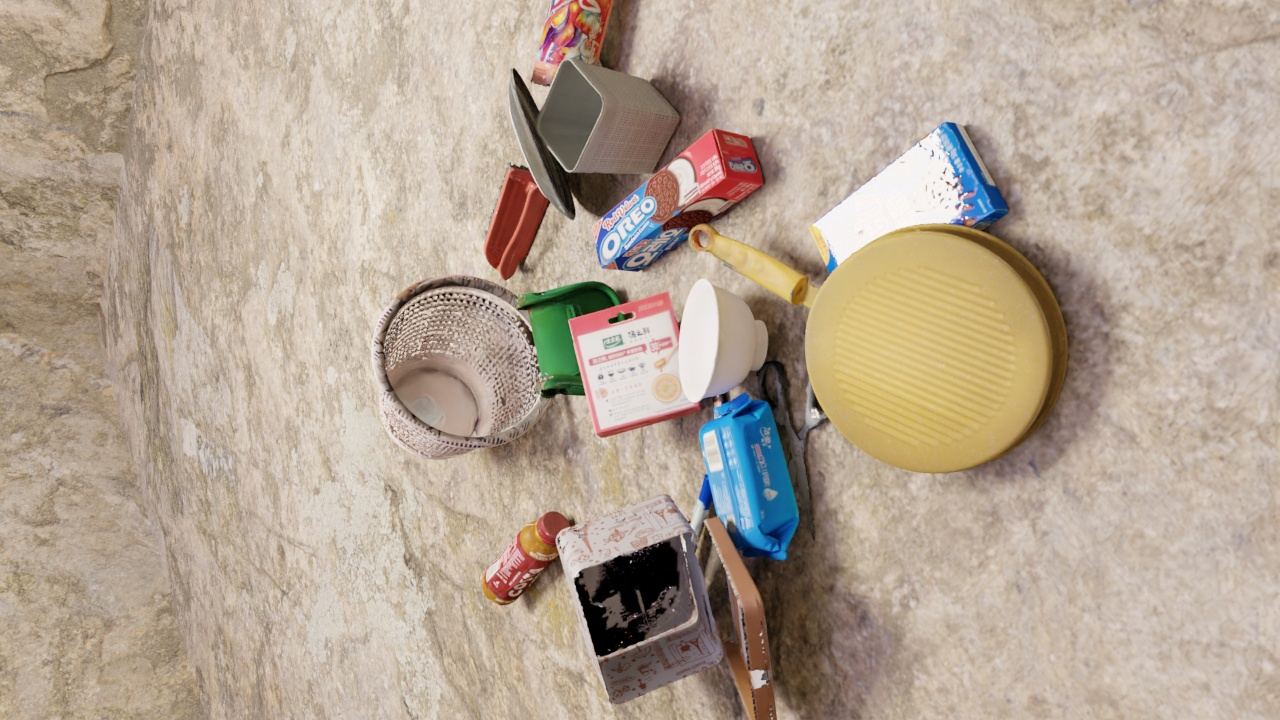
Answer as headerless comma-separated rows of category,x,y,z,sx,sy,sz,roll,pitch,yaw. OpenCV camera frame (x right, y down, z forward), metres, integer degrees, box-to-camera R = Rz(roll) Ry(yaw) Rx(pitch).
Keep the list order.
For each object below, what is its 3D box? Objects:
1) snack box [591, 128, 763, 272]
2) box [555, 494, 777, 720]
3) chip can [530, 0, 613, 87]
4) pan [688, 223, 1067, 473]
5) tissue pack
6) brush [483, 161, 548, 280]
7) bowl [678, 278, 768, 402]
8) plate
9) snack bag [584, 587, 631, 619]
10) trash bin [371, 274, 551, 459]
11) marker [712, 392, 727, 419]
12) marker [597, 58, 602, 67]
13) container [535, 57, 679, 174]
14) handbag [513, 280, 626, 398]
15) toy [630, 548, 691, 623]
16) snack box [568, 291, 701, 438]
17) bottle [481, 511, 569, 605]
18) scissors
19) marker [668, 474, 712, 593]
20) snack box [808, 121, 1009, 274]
snack box,0.032,-0.158,0.947,0.208,0.058,0.057,-30,68,46
box,0.031,0.258,0.872,0.192,0.157,0.183,-128,23,-62
chip can,-0.062,-0.401,1.005,0.071,0.071,0.215,31,111,43
pan,0.171,-0.043,0.769,0.358,0.078,0.198,27,115,27
tissue pack,0.105,0.113,0.879,0.095,0.052,0.157,146,114,-67
brush,-0.157,-0.172,1.155,0.146,0.063,0.069,-63,37,33
bowl,0.084,-0.017,0.883,0.118,0.064,0.118,-177,91,-77
plate,-0.117,-0.240,1.040,0.024,0.179,0.179,-22,73,5
snack bag,-0.034,0.288,1.086,0.104,0.026,0.048,40,110,39
trash bin,-0.245,0.032,1.182,0.193,0.227,0.227,-43,61,56
marker,0.084,0.076,0.943,0.018,0.015,0.124,-6,86,47
marker,-0.060,-0.358,1.063,0.017,0.017,0.145,-40,64,43
container,-0.032,-0.251,0.966,0.090,0.114,0.090,55,130,30
handbag,-0.075,-0.022,1.035,0.068,0.120,0.131,-26,76,53
toy,0.004,0.250,1.031,0.084,0.039,0.108,-41,61,22
snack box,-0.006,0.006,0.969,0.113,0.044,0.127,-15,79,6
bottle,-0.147,0.255,1.187,0.175,0.057,0.057,-50,58,39
scissors,0.148,0.077,0.869,0.159,0.014,0.171,59,134,27
marker,0.055,0.189,0.973,0.017,0.016,0.146,31,111,43
snack box,0.216,-0.116,0.763,0.158,0.026,0.084,-38,67,44
